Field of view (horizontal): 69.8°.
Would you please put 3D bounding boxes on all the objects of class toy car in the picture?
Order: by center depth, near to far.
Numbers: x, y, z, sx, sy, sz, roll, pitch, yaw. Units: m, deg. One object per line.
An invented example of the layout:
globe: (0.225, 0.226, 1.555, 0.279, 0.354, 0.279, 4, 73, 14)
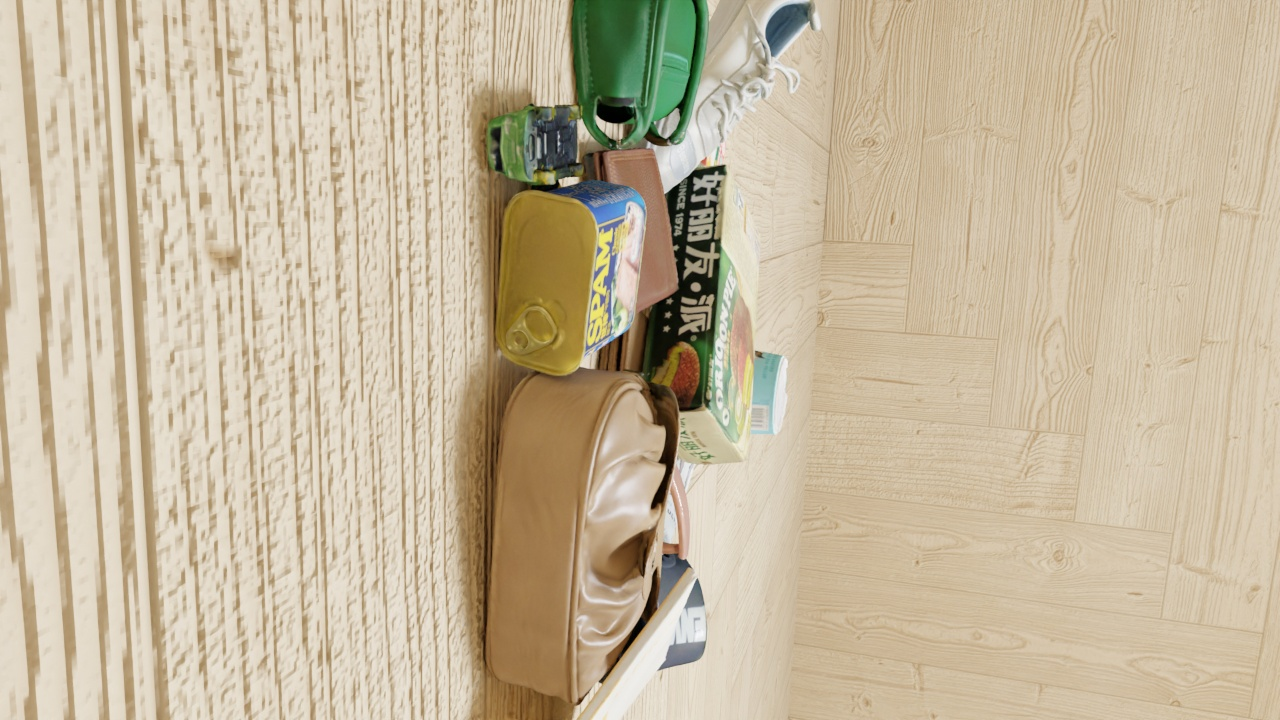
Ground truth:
toy car: (-0.057, -0.123, 0.519, 0.091, 0.036, 0.043, -41, 133, -67)

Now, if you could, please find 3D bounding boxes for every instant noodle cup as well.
instant noodle cup: (0.085, 0.028, 0.923, 0.111, 0.120, 0.111, 6, 89, -75)

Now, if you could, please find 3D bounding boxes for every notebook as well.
notebook: (-0.016, 0.236, 0.641, 0.145, 0.010, 0.207, -48, 163, -29)

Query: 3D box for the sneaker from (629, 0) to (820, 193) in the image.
sneaker: (0.077, -0.227, 0.780, 0.241, 0.091, 0.089, -59, 152, -21)

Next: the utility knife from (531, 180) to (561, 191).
utility knife: (-0.049, -0.068, 0.608, 0.154, 0.015, 0.033, 71, 35, -58)

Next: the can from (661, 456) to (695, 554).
can: (0.015, 0.102, 0.812, 0.146, 0.058, 0.058, -67, 156, -48)

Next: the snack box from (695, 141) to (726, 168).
snack box: (0.061, -0.184, 0.947, 0.077, 0.027, 0.155, 64, 34, -64)

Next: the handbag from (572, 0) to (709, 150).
handbag: (0.004, -0.212, 0.653, 0.131, 0.068, 0.120, -43, 136, -68)

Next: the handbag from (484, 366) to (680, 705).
handbag: (-0.030, 0.103, 0.569, 0.147, 0.100, 0.205, -40, 139, -64)

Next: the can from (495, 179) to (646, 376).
can: (-0.038, -0.053, 0.539, 0.083, 0.057, 0.102, -38, 139, -62)

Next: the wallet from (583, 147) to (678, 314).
wallet: (-0.008, -0.098, 0.688, 0.101, 0.032, 0.124, -35, 118, -65)

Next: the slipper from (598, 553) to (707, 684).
slipper: (0.025, 0.224, 0.850, 0.268, 0.083, 0.110, 15, 79, -76)

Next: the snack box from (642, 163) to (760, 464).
snack box: (0.058, -0.040, 0.795, 0.114, 0.063, 0.239, 51, 40, -54)

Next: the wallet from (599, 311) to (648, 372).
wallet: (-0.005, 0.004, 0.764, 0.115, 0.033, 0.090, 42, 52, -70)

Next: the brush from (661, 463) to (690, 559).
brush: (-0.007, 0.085, 0.673, 0.063, 0.073, 0.146, -62, 143, -67)
